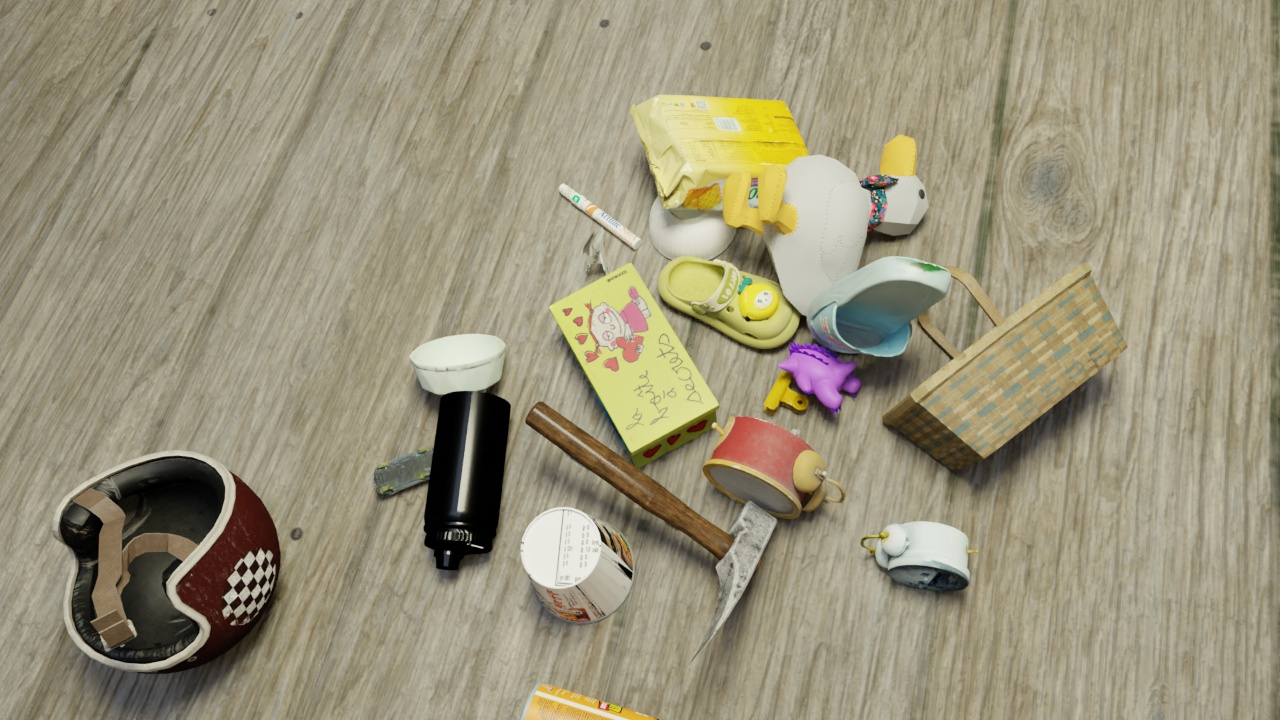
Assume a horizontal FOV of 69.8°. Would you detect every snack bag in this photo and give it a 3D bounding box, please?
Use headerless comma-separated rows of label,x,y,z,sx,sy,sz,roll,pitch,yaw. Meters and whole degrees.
snack bag,0.116,-0.271,1.176,0.246,0.068,0.159,-5,59,-25

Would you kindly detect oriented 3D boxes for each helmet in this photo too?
helmet,-0.514,0.222,0.997,0.233,0.254,0.233,19,46,21

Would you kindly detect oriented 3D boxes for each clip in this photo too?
clip,-0.065,-0.137,1.201,0.046,0.101,0.056,1,110,6
clip,0.177,0.046,1.104,0.049,0.044,0.053,36,71,-17

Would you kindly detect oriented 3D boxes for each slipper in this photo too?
slipper,0.108,-0.087,1.138,0.191,0.082,0.091,24,69,19
slipper,0.254,-0.046,1.007,0.104,0.246,0.074,12,74,-8

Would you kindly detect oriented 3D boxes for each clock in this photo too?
clock,0.154,0.117,1.021,0.159,0.117,0.081,20,67,24
clock,0.294,0.208,0.980,0.118,0.083,0.057,11,63,9

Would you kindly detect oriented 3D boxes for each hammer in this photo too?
hammer,-0.013,0.157,0.968,0.300,0.037,0.217,35,36,5

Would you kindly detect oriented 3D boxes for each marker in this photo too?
marker,-0.056,-0.196,1.244,0.145,0.017,0.017,39,77,21

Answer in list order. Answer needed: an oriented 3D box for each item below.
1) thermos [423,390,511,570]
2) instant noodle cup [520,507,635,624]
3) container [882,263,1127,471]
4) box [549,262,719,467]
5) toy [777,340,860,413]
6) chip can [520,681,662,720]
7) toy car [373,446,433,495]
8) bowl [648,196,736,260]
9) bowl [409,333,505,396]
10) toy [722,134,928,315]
thermos,-0.205,0.144,1.080,0.086,0.086,0.198,-1,67,8
instant noodle cup,-0.075,0.218,1.008,0.124,0.122,0.123,-3,66,7
container,0.382,-0.017,1.027,0.249,0.158,0.186,-35,78,-8
box,-0.007,0.006,1.114,0.124,0.082,0.221,-26,64,-4
toy,0.212,0.011,1.082,0.088,0.056,0.105,27,33,26
chip can,-0.014,0.400,0.946,0.215,0.075,0.075,12,69,14
toy car,-0.283,0.136,1.127,0.090,0.027,0.038,-20,62,1
bowl,0.066,-0.192,1.198,0.118,0.062,0.118,-3,66,7
bowl,-0.223,0.014,1.140,0.117,0.117,0.061,-1,111,8
toy,0.235,-0.170,1.115,0.267,0.141,0.246,7,91,-27
